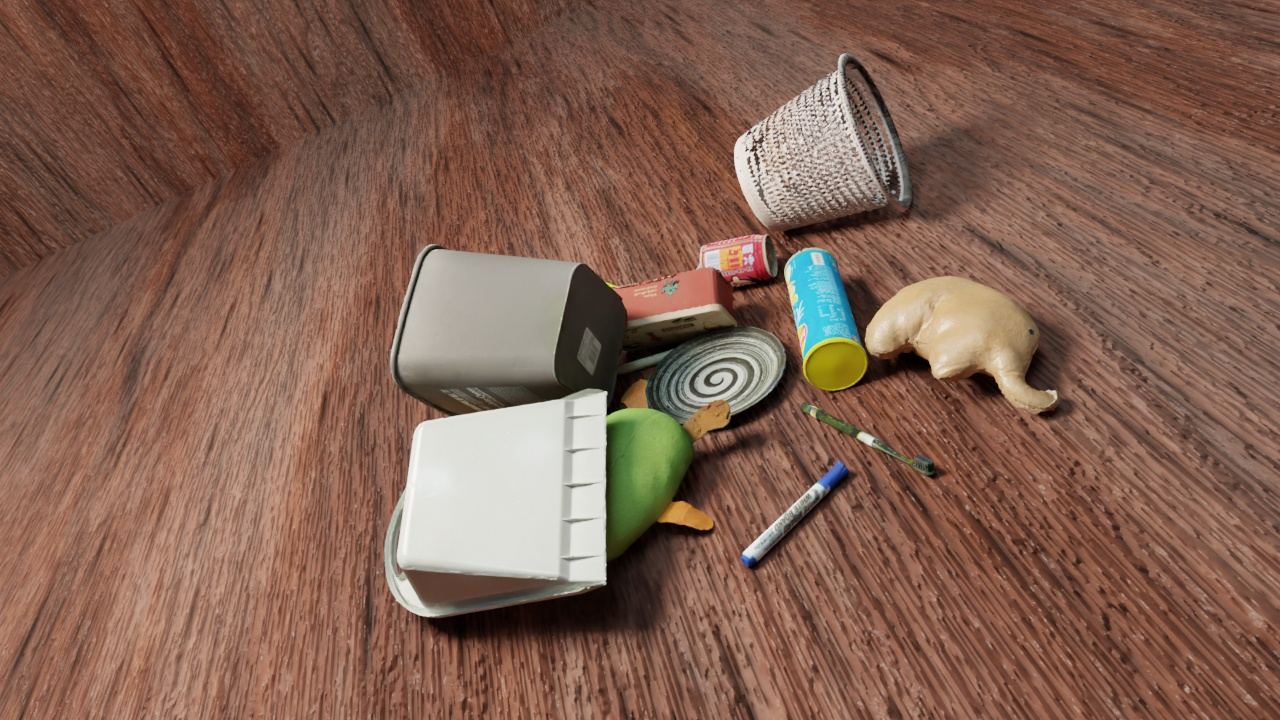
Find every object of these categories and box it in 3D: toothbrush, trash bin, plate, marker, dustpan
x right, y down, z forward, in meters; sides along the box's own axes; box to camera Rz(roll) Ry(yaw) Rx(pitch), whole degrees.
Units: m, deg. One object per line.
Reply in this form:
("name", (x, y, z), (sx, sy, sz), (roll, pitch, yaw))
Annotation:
("toothbrush", (-0.007, 0.007, 1.211), (0.190, 0.029, 0.020), (-17, -6, 10))
("trash bin", (0.248, -0.284, 1.292), (0.193, 0.227, 0.226), (-20, 32, 30))
("plate", (0.092, 0.022, 1.122), (0.179, 0.024, 0.179), (-16, 35, 11))
("toothbrush", (0.233, 0.078, 0.959), (0.012, 0.017, 0.186), (-32, 33, -21))
("marker", (0.154, 0.152, 0.910), (0.145, 0.017, 0.017), (-39, 36, -20))
("dustpan", (-0.160, 0.163, 0.974), (0.258, 0.143, 0.222), (-2, 56, 1))
("trash bin", (-0.153, -0.027, 1.137), (0.220, 0.199, 0.198), (3, 72, 26))

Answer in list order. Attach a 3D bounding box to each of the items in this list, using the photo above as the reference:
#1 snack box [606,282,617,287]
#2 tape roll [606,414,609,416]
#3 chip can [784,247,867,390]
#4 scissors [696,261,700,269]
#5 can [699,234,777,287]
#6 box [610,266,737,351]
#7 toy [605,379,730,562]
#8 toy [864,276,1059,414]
("snack box", (-0.065, -0.079, 1.358), (0.085, 0.026, 0.156), (-40, 36, -20))
("tape roll", (-0.044, 0.099, 1.112), (0.086, 0.014, 0.085), (-17, 35, 12))
("chip can", (0.219, -0.054, 1.102), (0.071, 0.071, 0.209), (-16, 34, 13))
("scissors", (0.076, -0.121, 1.337), (0.146, 0.014, 0.172), (-24, 33, 0))
("can", (0.137, -0.136, 1.270), (0.094, 0.066, 0.066), (-9, 37, 23))
("box", (0.036, -0.073, 1.209), (0.169, 0.091, 0.080), (-10, 70, 21))
("toy", (-0.015, 0.123, 0.995), (0.227, 0.090, 0.246), (21, 57, 30))
("toy", (0.352, -0.022, 0.972), (0.143, 0.082, 0.226), (-42, 40, -15))
